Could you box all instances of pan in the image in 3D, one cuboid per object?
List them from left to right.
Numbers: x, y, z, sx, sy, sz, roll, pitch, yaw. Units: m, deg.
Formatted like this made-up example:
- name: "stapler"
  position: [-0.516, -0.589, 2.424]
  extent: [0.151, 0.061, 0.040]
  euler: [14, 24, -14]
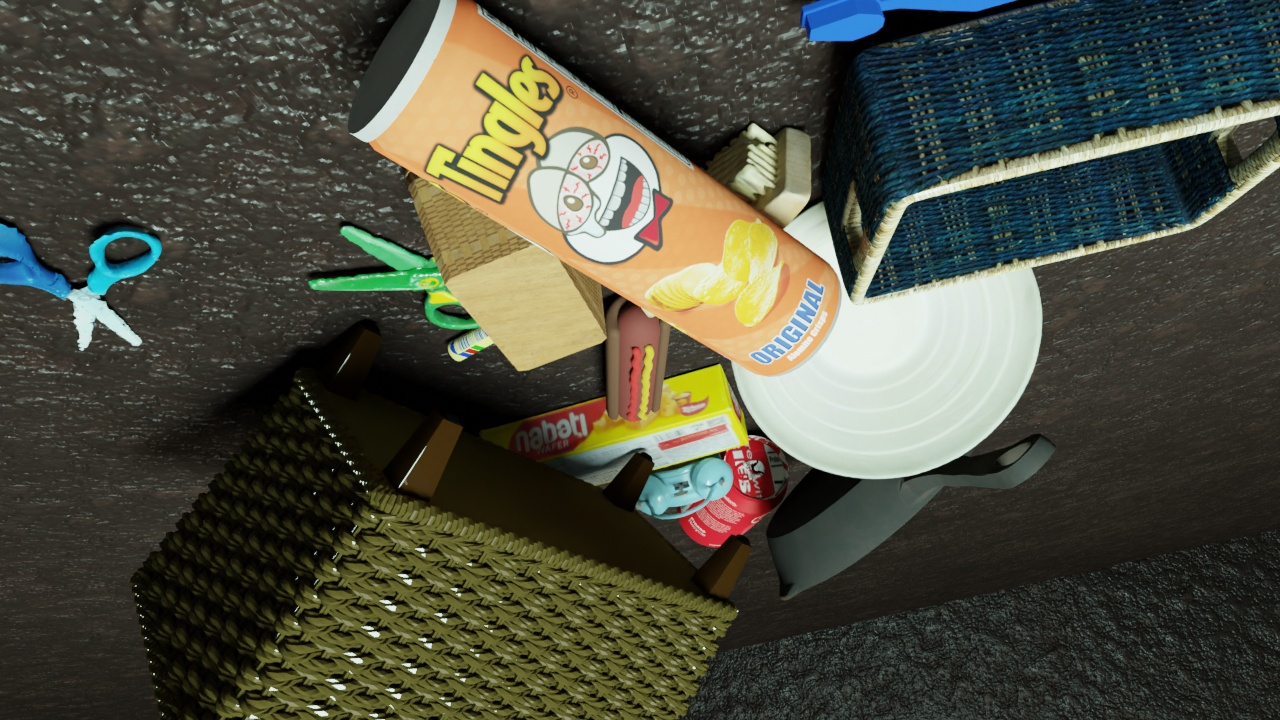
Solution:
- name: "pan"
  position: [0.199, 0.083, 0.709]
  extent: [0.248, 0.043, 0.357]
  euler: [-43, 177, -14]

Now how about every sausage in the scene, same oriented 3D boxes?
- name: "sausage"
  position: [-0.004, 0.004, 0.615]
  extent: [0.040, 0.040, 0.156]
  euler: [-9, 156, -6]

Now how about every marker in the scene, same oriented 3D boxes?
- name: "marker"
  position: [-0.063, -0.031, 0.542]
  extent: [0.133, 0.014, 0.014]
  euler: [-26, 152, 28]

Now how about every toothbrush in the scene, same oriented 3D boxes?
- name: "toothbrush"
  position: [0.155, -0.146, 0.355]
  extent: [0.187, 0.011, 0.016]
  euler: [-10, 157, 0]

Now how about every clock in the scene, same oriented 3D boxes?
- name: "clock"
  position: [0.036, 0.103, 0.777]
  extent: [0.087, 0.042, 0.123]
  euler: [-16, -162, 10]

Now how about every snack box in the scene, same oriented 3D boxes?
- name: "snack box"
  position: [-0.019, 0.063, 0.733]
  extent: [0.201, 0.042, 0.092]
  euler: [-16, 155, 10]

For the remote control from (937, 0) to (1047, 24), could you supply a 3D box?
- name: "remote control"
  position: [0.176, -0.172, 0.344]
  extent: [0.058, 0.013, 0.134]
  euler: [12, 147, -42]

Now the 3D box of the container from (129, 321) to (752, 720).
- name: "container"
  position: [-0.098, 0.135, 0.575]
  extent: [0.320, 0.176, 0.205]
  euler: [30, 94, -42]

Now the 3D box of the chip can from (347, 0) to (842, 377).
- name: "chip can"
  position: [-0.008, -0.062, 0.373]
  extent: [0.210, 0.062, 0.062]
  euler: [29, 136, -33]

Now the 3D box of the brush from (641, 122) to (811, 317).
- name: "brush"
  position: [0.035, -0.071, 0.461]
  extent: [0.039, 0.049, 0.117]
  euler: [32, 136, -27]

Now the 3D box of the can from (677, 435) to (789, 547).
- name: "can"
  position: [0.087, 0.127, 0.881]
  extent: [0.074, 0.074, 0.143]
  euler: [-4, 155, -17]

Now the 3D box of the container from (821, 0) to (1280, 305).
- name: "container"
  position: [0.185, -0.097, 0.418]
  extent: [0.187, 0.071, 0.145]
  euler: [-13, 166, 3]

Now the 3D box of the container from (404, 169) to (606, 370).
- name: "container"
  position: [-0.057, -0.046, 0.438]
  extent: [0.063, 0.061, 0.114]
  euler: [-21, 149, 6]

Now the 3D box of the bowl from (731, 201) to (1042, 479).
- name: "bowl"
  position: [0.140, -0.020, 0.551]
  extent: [0.177, 0.177, 0.057]
  euler: [-14, -163, 6]

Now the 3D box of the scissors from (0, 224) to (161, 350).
- name: "scissors"
  position: [-0.285, -0.032, 0.447]
  extent: [0.086, 0.015, 0.135]
  euler: [-1, 159, -31]

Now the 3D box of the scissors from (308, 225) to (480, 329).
- name: "scissors"
  position: [-0.107, -0.048, 0.489]
  extent: [0.120, 0.012, 0.128]
  euler: [-24, 153, 20]
